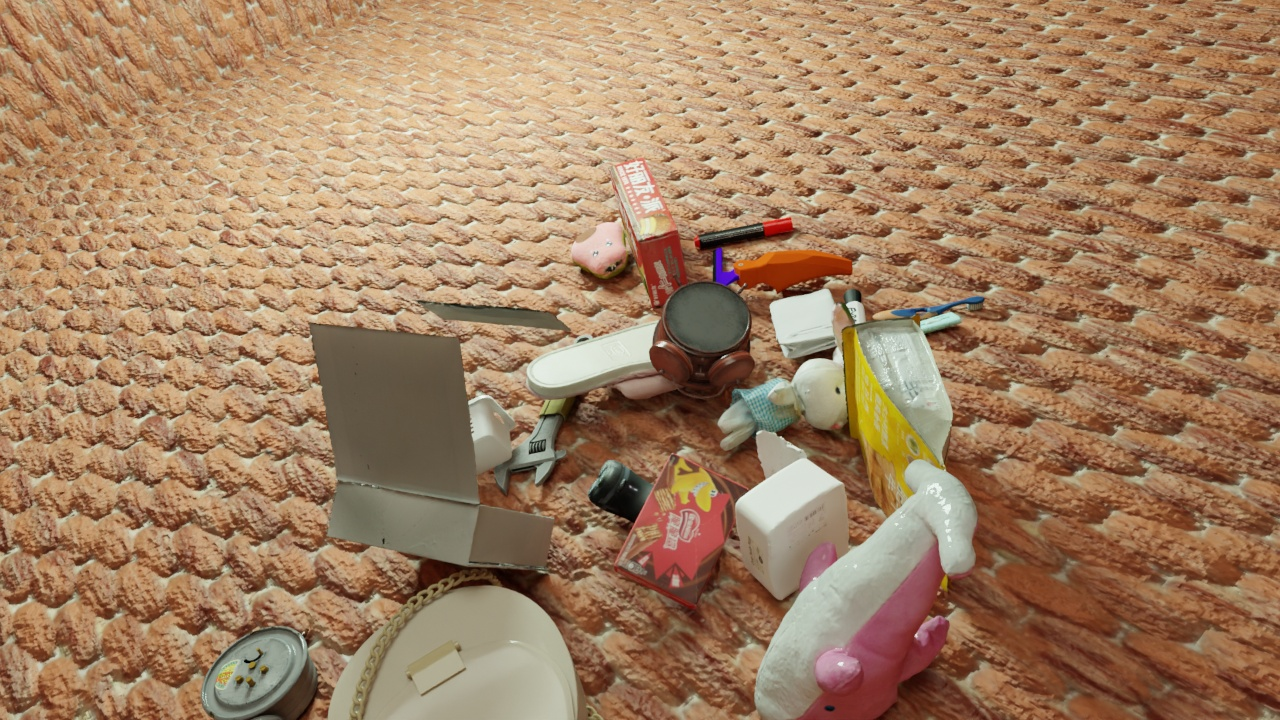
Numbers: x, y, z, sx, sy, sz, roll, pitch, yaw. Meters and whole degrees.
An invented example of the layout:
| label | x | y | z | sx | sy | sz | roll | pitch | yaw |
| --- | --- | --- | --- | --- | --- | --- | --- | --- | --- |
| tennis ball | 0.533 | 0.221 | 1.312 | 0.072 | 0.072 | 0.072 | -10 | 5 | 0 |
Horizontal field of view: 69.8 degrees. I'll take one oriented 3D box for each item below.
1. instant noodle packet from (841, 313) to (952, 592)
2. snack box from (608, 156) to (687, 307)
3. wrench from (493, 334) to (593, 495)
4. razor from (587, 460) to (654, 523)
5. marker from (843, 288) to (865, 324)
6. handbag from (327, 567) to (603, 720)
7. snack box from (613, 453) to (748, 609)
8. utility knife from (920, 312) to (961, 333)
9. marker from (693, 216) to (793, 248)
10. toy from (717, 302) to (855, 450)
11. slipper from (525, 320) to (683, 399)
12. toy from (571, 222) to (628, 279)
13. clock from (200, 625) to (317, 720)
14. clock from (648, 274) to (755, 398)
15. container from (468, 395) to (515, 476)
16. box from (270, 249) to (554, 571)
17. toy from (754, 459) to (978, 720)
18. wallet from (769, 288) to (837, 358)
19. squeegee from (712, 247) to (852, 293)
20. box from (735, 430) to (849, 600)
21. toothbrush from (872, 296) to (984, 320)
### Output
| label | x | y | z | sx | sy | sz | roll | pitch | yaw |
| --- | --- | --- | --- | --- | --- | --- | --- | --- | --- |
| instant noodle packet | 0.261 | 0.086 | 0.875 | 0.084 | 0.163 | 0.221 | -10 | 39 | 3 |
| snack box | 0.011 | -0.190 | 1.326 | 0.060 | 0.113 | 0.236 | -16 | 39 | -2 |
| wrench | -0.108 | 0.059 | 1.138 | 0.084 | 0.018 | 0.272 | -3 | 40 | 20 |
| razor | 0.011 | 0.150 | 0.956 | 0.141 | 0.064 | 0.053 | 22 | 72 | 24 |
| marker | 0.267 | -0.051 | 1.140 | 0.025 | 0.025 | 0.125 | -5 | 35 | 12 |
| handbag | -0.155 | 0.311 | 0.803 | 0.210 | 0.103 | 0.208 | -28 | 49 | -16 |
| snack box | 0.041 | 0.168 | 0.912 | 0.089 | 0.021 | 0.132 | 24 | 64 | 10 |
| utility knife | 0.325 | -0.033 | 1.118 | 0.129 | 0.015 | 0.022 | -17 | 35 | 3 |
| marker | 0.151 | -0.188 | 1.353 | 0.145 | 0.021 | 0.023 | -10 | 16 | 6 |
| toy | 0.176 | 0.041 | 1.015 | 0.205 | 0.131 | 0.105 | -32 | 57 | -11 |
| slipper | -0.007 | 0.007 | 1.139 | 0.274 | 0.054 | 0.114 | -12 | 34 | -12 |
| toy | -0.054 | -0.161 | 1.360 | 0.090 | 0.051 | 0.110 | -32 | 45 | -7 |
| clock | -0.363 | 0.319 | 0.879 | 0.104 | 0.056 | 0.147 | -21 | 37 | -7 |
| clock | 0.073 | -0.021 | 1.067 | 0.120 | 0.072 | 0.157 | 8 | 59 | 1 |
| container | -0.210 | 0.102 | 1.062 | 0.129 | 0.081 | 0.049 | -27 | 53 | 5 |
| box | -0.212 | 0.086 | 0.859 | 0.167 | 0.369 | 0.149 | 6 | 40 | 23 |
| toy | 0.197 | 0.211 | 0.744 | 0.128 | 0.266 | 0.186 | 29 | 20 | -8 |
| wallet | 0.209 | -0.044 | 1.148 | 0.086 | 0.032 | 0.116 | -13 | 30 | 12 |
| squeegee | 0.188 | -0.120 | 1.223 | 0.185 | 0.055 | 0.249 | -2 | 28 | 6 |
| box | 0.133 | 0.135 | 0.901 | 0.124 | 0.109 | 0.137 | -30 | 42 | -21 |
| toothbrush | 0.358 | -0.061 | 1.141 | 0.135 | 0.017 | 0.021 | -9 | 35 | 11 |
